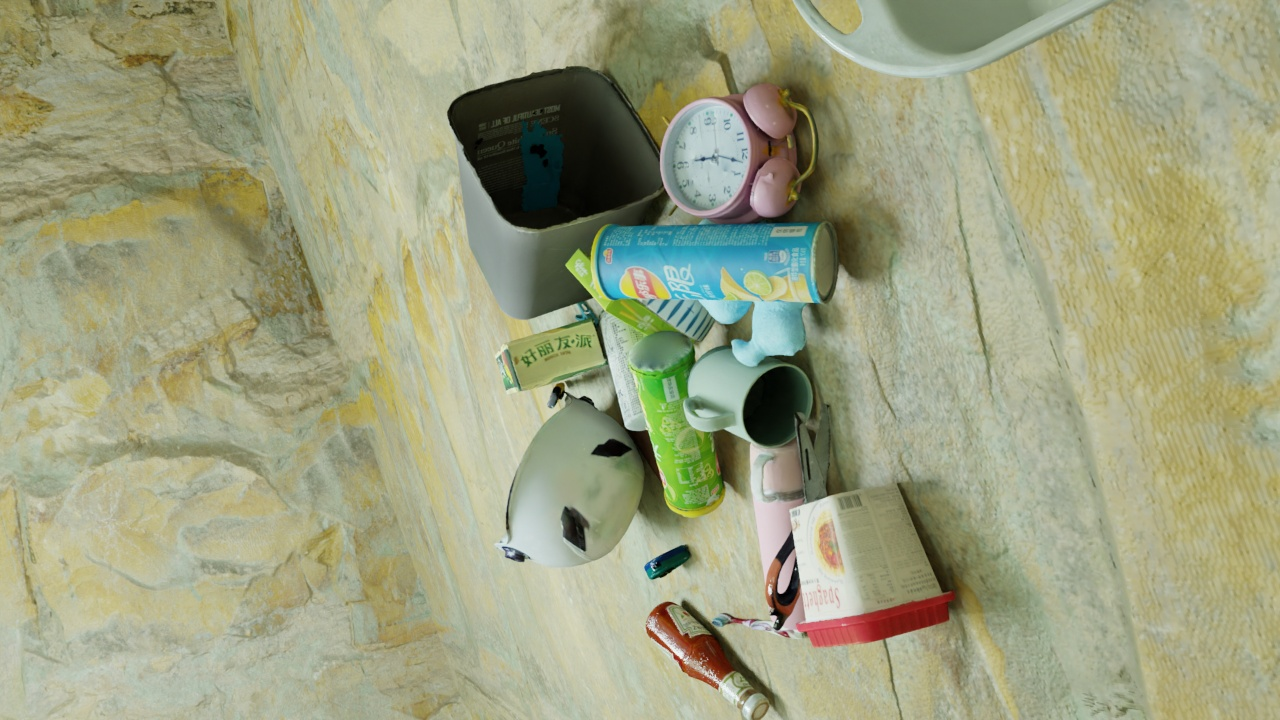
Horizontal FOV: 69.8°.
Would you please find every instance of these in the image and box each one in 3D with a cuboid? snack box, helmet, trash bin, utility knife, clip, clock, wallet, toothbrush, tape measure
[{"bbox_3d":[-0.122,-0.001,1.191,0.240,0.114,0.063,164,88,-79],"label":"snack box"},{"bbox_3d":[-0.076,0.172,1.190,0.146,0.228,0.259,23,164,6],"label":"helmet"},{"bbox_3d":[-0.104,-0.178,1.044,0.198,0.198,0.220,61,158,20],"label":"trash bin"},{"bbox_3d":[-0.009,-0.061,0.994,0.026,0.156,0.086,-49,54,9],"label":"snack box"},{"bbox_3d":[-0.112,0.043,1.273,0.218,0.015,0.033,-123,57,-87],"label":"utility knife"},{"bbox_3d":[-0.073,-0.060,1.235,0.055,0.013,0.034,48,145,40],"label":"clip"},{"bbox_3d":[0.087,-0.177,0.797,0.159,0.059,0.117,-1,94,41],"label":"clock"},{"bbox_3d":[0.022,0.085,1.138,0.101,0.032,0.125,52,148,27],"label":"wallet"},{"bbox_3d":[0.136,0.316,1.089,0.188,0.017,0.016,-19,90,63],"label":"toothbrush"},{"bbox_3d":[0.033,0.267,1.201,0.025,0.058,0.055,61,149,19],"label":"tape measure"}]

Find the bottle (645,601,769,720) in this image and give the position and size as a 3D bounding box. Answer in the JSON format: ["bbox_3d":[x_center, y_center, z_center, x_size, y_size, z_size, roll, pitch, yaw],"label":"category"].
[{"bbox_3d":[0.085,0.388,1.184,0.206,0.059,0.060,31,133,47],"label":"bottle"}]

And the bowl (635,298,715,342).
[{"bbox_3d":[0.036,-0.078,0.948,0.066,0.116,0.116,-52,50,9],"label":"bowl"}]

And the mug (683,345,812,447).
[{"bbox_3d":[0.091,0.037,0.894,0.106,0.111,0.082,24,132,57],"label":"mug"}]

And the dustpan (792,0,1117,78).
[{"bbox_3d":[0.197,-0.278,0.481,0.222,0.142,0.258,67,153,6],"label":"dustpan"}]

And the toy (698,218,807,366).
[{"bbox_3d":[0.095,-0.079,0.862,0.156,0.049,0.161,14,94,34],"label":"toy"}]

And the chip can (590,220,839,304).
[{"bbox_3d":[0.063,-0.086,0.811,0.211,0.071,0.071,4,114,27],"label":"chip can"}]

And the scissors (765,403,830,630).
[{"bbox_3d":[0.160,0.156,0.871,0.197,0.213,0.015,43,167,-28],"label":"scissors"}]

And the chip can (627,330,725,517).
[{"bbox_3d":[0.041,0.070,1.001,0.072,0.072,0.221,36,149,47],"label":"chip can"}]

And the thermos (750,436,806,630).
[{"bbox_3d":[0.145,0.172,0.913,0.067,0.087,0.199,4,113,34],"label":"thermos"}]

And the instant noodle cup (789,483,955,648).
[{"bbox_3d":[0.195,0.180,0.812,0.117,0.116,0.124,141,120,-61],"label":"instant noodle cup"}]

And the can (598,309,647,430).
[{"bbox_3d":[-0.006,0.006,1.079,0.058,0.058,0.146,126,133,-58],"label":"can"}]
